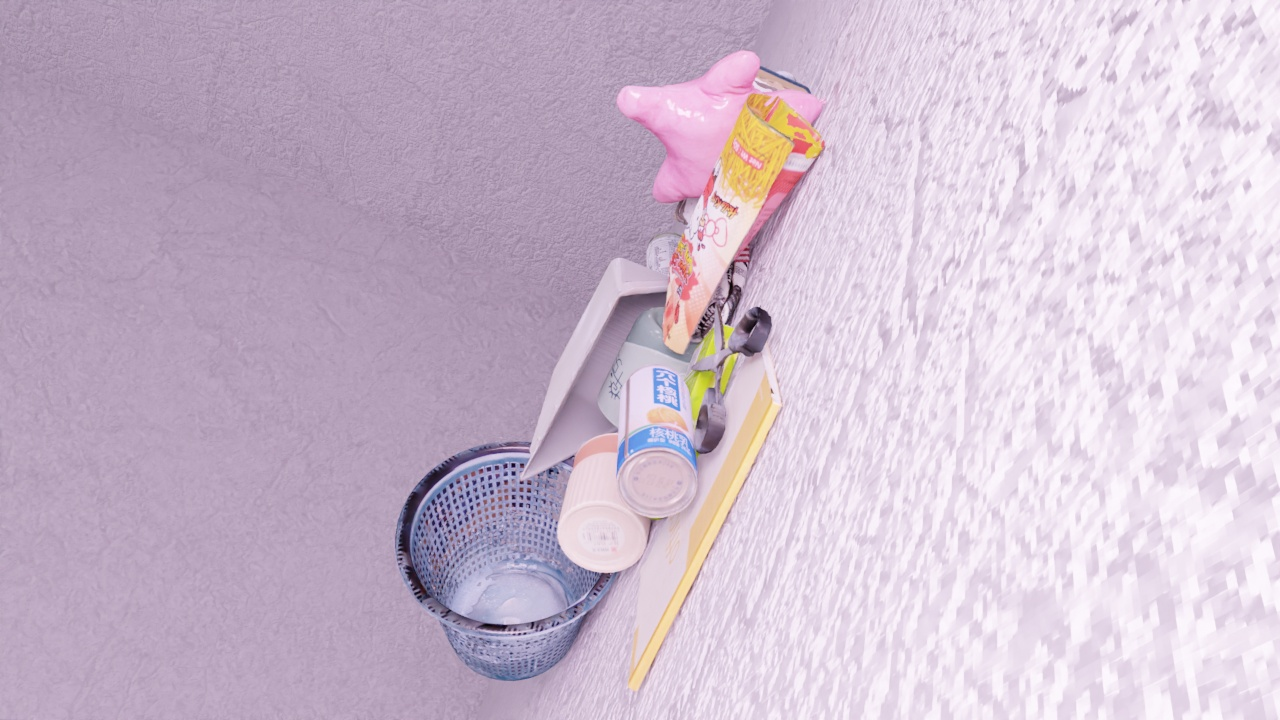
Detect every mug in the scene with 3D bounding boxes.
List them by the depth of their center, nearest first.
[{"bbox_3d":[-0.016,0.120,0.823,0.115,0.081,0.105,-34,19,21],"label":"mug"},{"bbox_3d":[0.021,0.018,0.862,0.107,0.082,0.111,-62,34,28],"label":"mug"}]

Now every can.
[{"bbox_3d":[0.011,0.052,0.647,0.134,0.053,0.053,-89,21,-66],"label":"can"},{"bbox_3d":[0.037,-0.090,1.141,0.058,0.058,0.146,116,159,-47],"label":"can"}]

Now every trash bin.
[{"bbox_3d":[-0.135,0.231,0.977,0.195,0.226,0.225,97,-171,-47],"label":"trash bin"}]

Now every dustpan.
[{"bbox_3d":[-0.006,0.006,0.970,0.223,0.142,0.257,-61,11,21],"label":"dustpan"}]

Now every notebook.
[{"bbox_3d":[0.040,0.092,0.598,0.145,0.010,0.206,-78,11,-72],"label":"notebook"}]

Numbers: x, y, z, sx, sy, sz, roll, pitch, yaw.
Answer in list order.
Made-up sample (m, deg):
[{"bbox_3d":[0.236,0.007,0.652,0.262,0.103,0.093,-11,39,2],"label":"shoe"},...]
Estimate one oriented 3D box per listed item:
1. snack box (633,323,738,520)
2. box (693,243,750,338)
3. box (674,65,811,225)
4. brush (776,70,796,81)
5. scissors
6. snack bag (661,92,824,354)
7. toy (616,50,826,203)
[{"bbox_3d":[0.038,0.052,0.749,0.086,0.026,0.156,124,169,-73],"label":"snack box"},{"bbox_3d":[0.081,-0.077,0.874,0.163,0.055,0.070,-72,-7,-51],"label":"box"},{"bbox_3d":[0.105,-0.213,0.932,0.060,0.090,0.185,-73,9,-64],"label":"box"},{"bbox_3d":[0.109,-0.189,1.060,0.109,0.060,0.315,-62,-5,-56],"label":"brush"},{"bbox_3d":[0.055,0.000,0.644,0.160,0.014,0.177,123,166,-51],"label":"scissors"},{"bbox_3d":[0.072,-0.118,0.781,0.128,0.073,0.208,-90,26,-52],"label":"snack bag"},{"bbox_3d":[0.083,-0.203,0.840,0.195,0.179,0.074,59,-157,-56],"label":"toy"}]
